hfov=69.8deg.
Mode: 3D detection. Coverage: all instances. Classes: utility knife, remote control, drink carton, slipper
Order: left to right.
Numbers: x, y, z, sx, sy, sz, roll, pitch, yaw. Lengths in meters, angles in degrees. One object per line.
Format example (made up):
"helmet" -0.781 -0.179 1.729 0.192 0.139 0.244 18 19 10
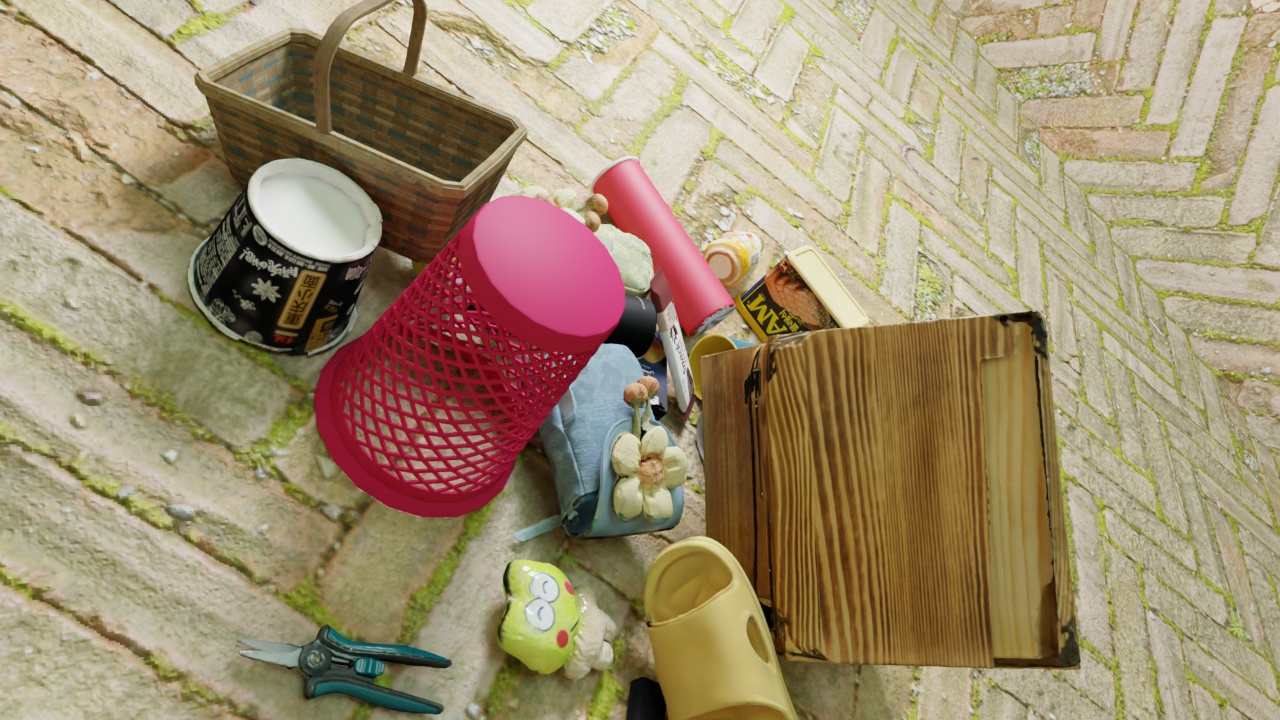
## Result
"utility knife" -0.047 0.133 0.839 0.179 0.016 0.022 -14 66 -49
"drink carton" -0.006 0.006 0.966 0.064 0.040 0.129 24 44 -24
"remote control" 0.001 0.319 0.723 0.032 0.015 0.136 29 42 -20
"slipper" 0.067 0.276 0.738 0.078 0.100 0.263 -16 80 -60

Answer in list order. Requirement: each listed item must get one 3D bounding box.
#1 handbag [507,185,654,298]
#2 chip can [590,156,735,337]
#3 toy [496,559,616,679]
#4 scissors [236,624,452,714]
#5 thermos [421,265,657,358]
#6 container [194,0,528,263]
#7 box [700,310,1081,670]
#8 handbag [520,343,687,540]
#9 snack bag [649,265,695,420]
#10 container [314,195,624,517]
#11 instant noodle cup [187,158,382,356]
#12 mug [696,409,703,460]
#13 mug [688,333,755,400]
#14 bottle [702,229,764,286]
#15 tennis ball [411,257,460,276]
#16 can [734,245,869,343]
"handbag" -0.069 -0.121 0.945 0.186 0.117 0.113 10 46 -15
"chip can" 0.026 -0.136 1.093 0.069 0.069 0.220 -18 71 -48
"toy" -0.065 0.210 0.736 0.115 0.046 0.092 33 37 -29
"scissors" -0.197 0.208 0.636 0.140 0.019 0.128 -27 84 -43
"thermos" -0.097 -0.051 0.865 0.231 0.061 0.061 11 51 -29
"container" -0.233 -0.220 0.790 0.250 0.187 0.157 24 40 4
"box" 0.216 0.115 0.798 0.281 0.316 0.279 6 80 -37
"handbag" -0.025 0.065 0.823 0.121 0.119 0.191 4 57 -37
"snack bag" 0.036 -0.018 0.975 0.056 0.013 0.158 -56 135 -63
"container" -0.125 -0.008 0.721 0.183 0.226 0.182 24 44 -26
"instant noodle cup" -0.280 -0.089 0.743 0.137 0.113 0.137 23 44 -25
"mug" 0.122 0.098 0.980 0.094 0.085 0.121 8 81 -38
"mug" 0.122 0.014 1.053 0.121 0.078 0.078 6 54 -45
"bottle" 0.125 -0.138 1.189 0.063 0.063 0.108 48 38 2
"tennis ball" -0.185 -0.098 0.873 0.065 0.065 0.065 24 44 -26
"can" 0.205 -0.062 1.163 0.135 0.105 0.075 54 39 9
